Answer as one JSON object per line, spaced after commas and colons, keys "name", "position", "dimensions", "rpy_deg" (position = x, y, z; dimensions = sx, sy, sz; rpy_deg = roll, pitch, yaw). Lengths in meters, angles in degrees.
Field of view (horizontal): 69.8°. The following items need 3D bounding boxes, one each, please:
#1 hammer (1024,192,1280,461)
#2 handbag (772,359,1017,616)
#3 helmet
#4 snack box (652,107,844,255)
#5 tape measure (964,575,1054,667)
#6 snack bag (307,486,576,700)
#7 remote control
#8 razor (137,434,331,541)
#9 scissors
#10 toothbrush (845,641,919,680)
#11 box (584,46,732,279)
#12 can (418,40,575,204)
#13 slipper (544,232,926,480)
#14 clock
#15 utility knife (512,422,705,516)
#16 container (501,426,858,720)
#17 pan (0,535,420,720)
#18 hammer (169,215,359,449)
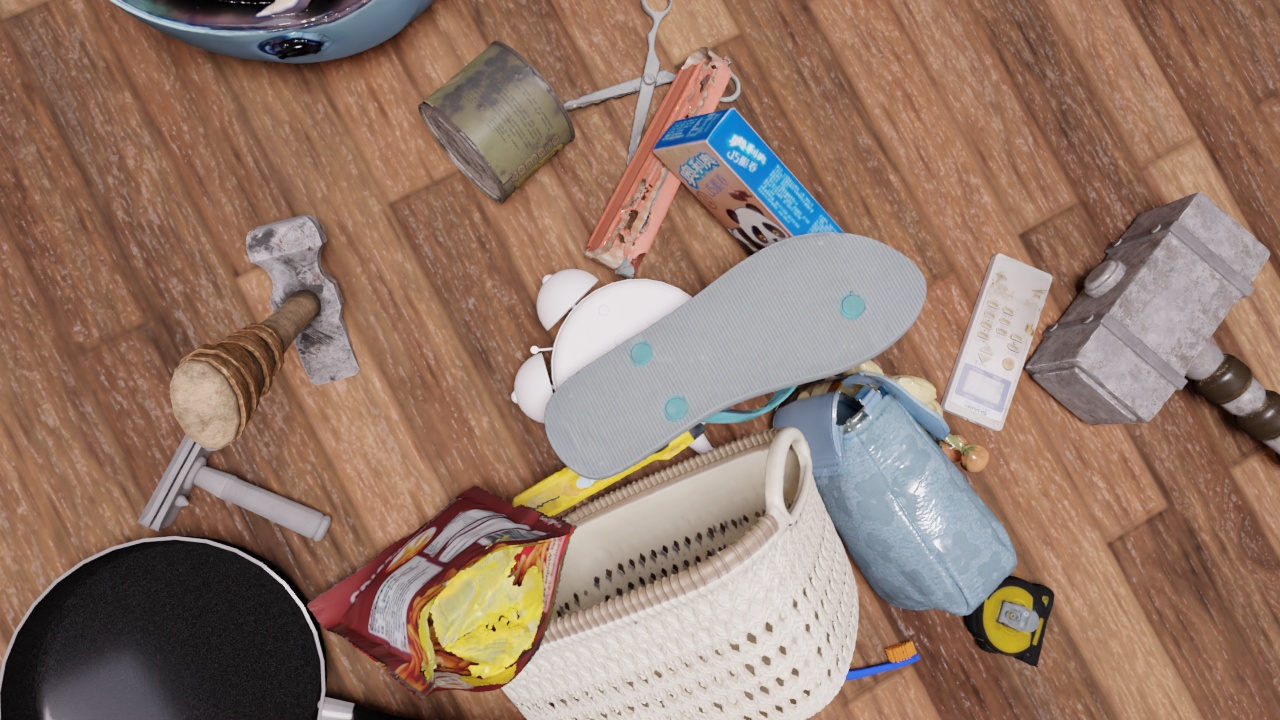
{"name": "hammer", "position": [0.479, 0.036, 0.715], "dimensions": [0.326, 0.079, 0.176], "rpy_deg": [40, 82, -1]}
{"name": "handbag", "position": [0.189, 0.083, 0.662], "dimensions": [0.118, 0.122, 0.192], "rpy_deg": [-36, 89, -19]}
{"name": "helmet", "position": [-0.243, -0.303, 0.625], "dimensions": [0.265, 0.167, 0.225], "rpy_deg": [-18, 85, -9]}
{"name": "snack box", "position": [0.085, -0.112, 0.659], "dimensions": [0.151, 0.087, 0.034], "rpy_deg": [42, 81, -23]}
{"name": "tape measure", "position": [0.281, 0.196, 0.701], "dimensions": [0.061, 0.034, 0.061], "rpy_deg": [16, 82, -3]}
{"name": "snack bag", "position": [-0.126, 0.128, 0.564], "dimensions": [0.138, 0.208, 0.066], "rpy_deg": [-44, 112, -24]}
{"name": "remote control", "position": [0.285, -0.015, 0.733], "dimensions": [0.050, 0.011, 0.135], "rpy_deg": [22, 83, -4]}
{"name": "razor", "position": [-0.277, 0.097, 0.651], "dimensions": [0.116, 0.047, 0.088], "rpy_deg": [27, 82, -11]}
{"name": "scissors", "position": [0.010, -0.236, 0.723], "dimensions": [0.141, 0.014, 0.175], "rpy_deg": [1, 87, -9]}
{"name": "toothbrush", "position": [0.123, 0.238, 0.690], "dimensions": [0.182, 0.016, 0.018], "rpy_deg": [-9, 80, -7]}
{"name": "box", "position": [0.012, -0.153, 0.695], "dimensions": [0.056, 0.059, 0.186], "rpy_deg": [24, 85, 21]}
{"name": "can", "position": [-0.103, -0.173, 0.667], "dimensions": [0.074, 0.090, 0.090], "rpy_deg": [-44, 90, -9]}
{"name": "slipper", "position": [0.059, -0.007, 0.620], "dimensions": [0.268, 0.055, 0.098], "rpy_deg": [-25, 78, -2]}
{"name": "clock", "position": [-0.004, 0.004, 0.664], "dimensions": [0.161, 0.073, 0.125], "rpy_deg": [15, 88, -6]}
{"name": "utility knife", "position": [-0.025, 0.076, 0.639], "dimensions": [0.151, 0.017, 0.030], "rpy_deg": [-29, 96, 9]}
{"name": "container", "position": [0.017, 0.152, 0.585], "dimensions": [0.247, 0.184, 0.143], "rpy_deg": [-26, 100, 27]}
{"name": "pan", "position": [-0.245, 0.239, 0.635], "dimensions": [0.355, 0.044, 0.204], "rpy_deg": [14, 85, -8]}
{"name": "hammer", "position": [-0.211, -0.013, 0.530], "dimensions": [0.049, 0.318, 0.121], "rpy_deg": [-16, 105, -8]}
